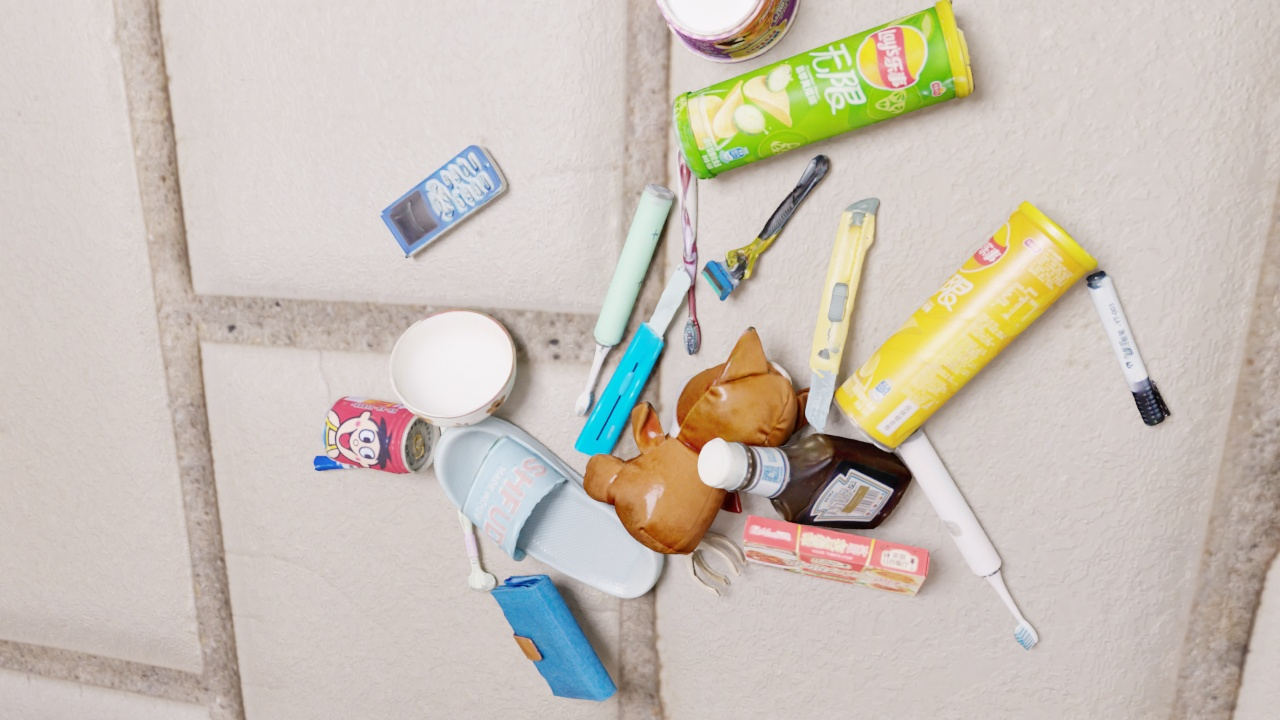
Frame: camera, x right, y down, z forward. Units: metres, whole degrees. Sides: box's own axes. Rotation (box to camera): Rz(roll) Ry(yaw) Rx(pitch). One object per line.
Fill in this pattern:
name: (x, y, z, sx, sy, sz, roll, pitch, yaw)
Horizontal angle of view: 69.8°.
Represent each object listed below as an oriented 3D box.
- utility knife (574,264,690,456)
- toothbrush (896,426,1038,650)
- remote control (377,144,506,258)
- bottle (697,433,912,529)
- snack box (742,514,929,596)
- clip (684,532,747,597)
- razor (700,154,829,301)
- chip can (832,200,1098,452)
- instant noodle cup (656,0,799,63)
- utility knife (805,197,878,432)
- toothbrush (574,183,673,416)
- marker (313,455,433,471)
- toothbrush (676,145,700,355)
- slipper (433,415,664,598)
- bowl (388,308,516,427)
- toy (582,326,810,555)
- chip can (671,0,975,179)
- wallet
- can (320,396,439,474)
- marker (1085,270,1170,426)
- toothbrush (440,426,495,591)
utility knife: (-0.005, 0.005, 0.821, 0.034, 0.018, 0.207, 31, 114, 8)
toothbrush: (0.283, 0.154, 0.786, 0.026, 0.027, 0.221, -34, 96, -21)
remote control: (-0.179, -0.144, 0.829, 0.125, 0.024, 0.049, -30, 96, 20)
bottle: (0.131, 0.095, 0.739, 0.194, 0.044, 0.080, 13, 117, -34)
snack box: (0.167, 0.170, 0.798, 0.153, 0.075, 0.025, 9, 66, 13)
clip: (0.059, 0.163, 0.849, 0.081, 0.034, 0.104, -36, 86, 24)
razor: (0.108, -0.112, 0.762, 0.143, 0.022, 0.042, -50, 45, 18)
chip can: (0.250, -0.022, 0.720, 0.072, 0.072, 0.214, 41, 112, 1)
instant noodle cup: (0.061, -0.280, 0.685, 0.112, 0.099, 0.112, 4, 108, 13)
utility knife: (0.162, -0.038, 0.750, 0.031, 0.020, 0.195, 13, 98, 24)
toothbrush: (-0.020, -0.047, 0.812, 0.026, 0.027, 0.225, 28, 111, 20)
marker: (-0.264, 0.100, 0.927, 0.146, 0.016, 0.017, -6, 104, 17)
toothbrush: (0.040, -0.095, 0.786, 0.016, 0.017, 0.188, 2, 107, 18)
slipper: (-0.091, 0.148, 0.860, 0.245, 0.074, 0.104, 32, 110, 1)
bowl: (-0.166, 0.016, 0.841, 0.113, 0.113, 0.062, 14, 150, 11)
toy: (0.056, 0.067, 0.780, 0.200, 0.130, 0.140, -46, 133, 13)
chip can: (0.133, -0.202, 0.701, 0.222, 0.072, 0.072, -14, 101, 19)
wallet: (-0.087, 0.271, 0.894, 0.107, 0.040, 0.133, -23, 98, 55)
can: (-0.249, 0.072, 0.883, 0.094, 0.066, 0.066, 8, 107, 20)
marker: (0.381, -0.010, 0.717, 0.023, 0.018, 0.131, -24, 99, 11)
toothbrush: (-0.177, 0.141, 0.914, 0.029, 0.020, 0.189, -8, 102, 11)
